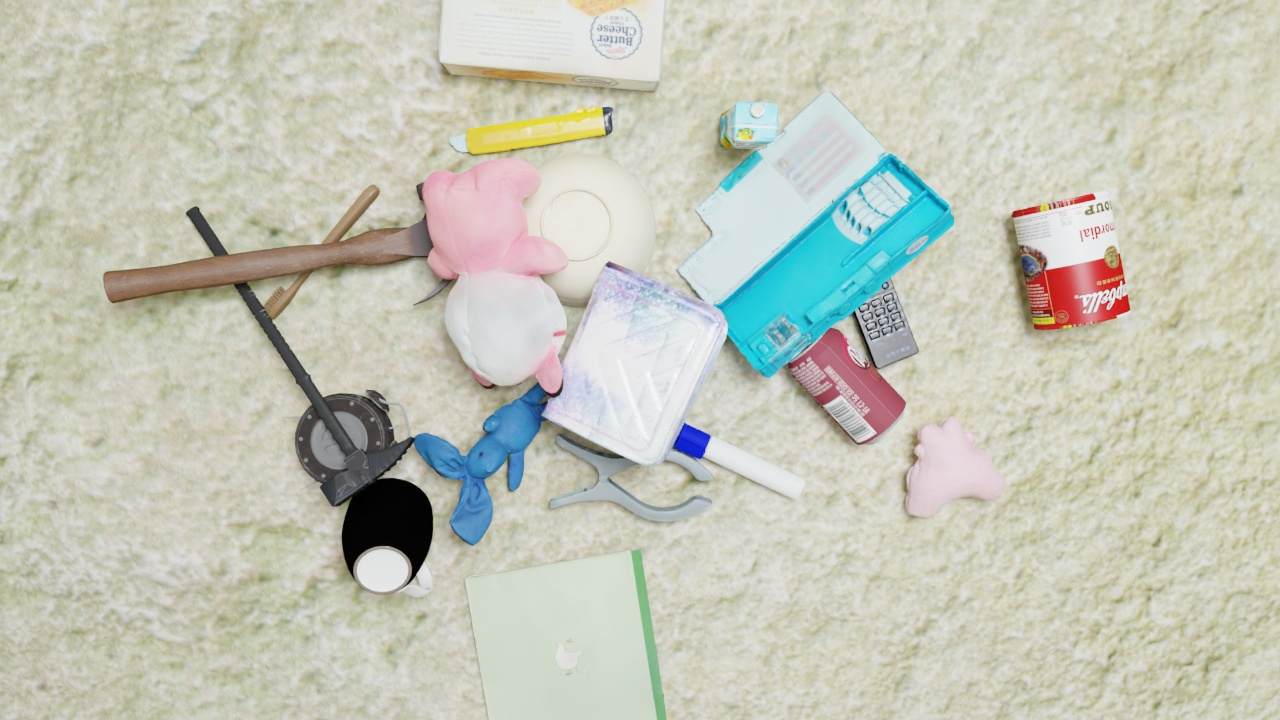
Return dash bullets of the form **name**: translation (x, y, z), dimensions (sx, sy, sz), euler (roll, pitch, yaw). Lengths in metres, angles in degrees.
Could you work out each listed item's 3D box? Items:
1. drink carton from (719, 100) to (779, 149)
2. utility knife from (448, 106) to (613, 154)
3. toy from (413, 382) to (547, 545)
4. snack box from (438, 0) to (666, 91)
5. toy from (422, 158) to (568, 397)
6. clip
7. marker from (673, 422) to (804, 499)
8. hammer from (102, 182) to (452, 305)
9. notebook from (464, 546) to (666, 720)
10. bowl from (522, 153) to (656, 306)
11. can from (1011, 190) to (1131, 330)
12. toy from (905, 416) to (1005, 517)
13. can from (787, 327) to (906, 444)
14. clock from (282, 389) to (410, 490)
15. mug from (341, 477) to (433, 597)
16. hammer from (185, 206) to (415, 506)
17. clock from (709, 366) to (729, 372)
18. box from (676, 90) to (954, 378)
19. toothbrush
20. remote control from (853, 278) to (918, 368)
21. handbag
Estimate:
- **drink carton**: translation (0.098, -0.214, 0.841), dimensions (0.044, 0.128, 0.038), euler (2, 101, -1)
- **utility knife**: translation (-0.106, -0.224, 0.894), dimensions (0.163, 0.017, 0.030), euler (-8, 89, -1)
- **toy**: translation (-0.139, 0.077, 0.883), dimensions (0.176, 0.071, 0.113), euler (-45, 105, -7)
- **snack box**: translation (-0.081, -0.318, 0.867), dimensions (0.208, 0.057, 0.104), euler (4, 94, -1)
- **toy**: translation (-0.133, -0.070, 0.828), dimensions (0.142, 0.084, 0.213), euler (0, 108, 34)
- **clip**: translation (-0.007, 0.103, 0.913), dimensions (0.163, 0.028, 0.107), euler (3, 93, -1)
- **marker**: translation (0.098, 0.102, 0.914), dimensions (0.133, 0.027, 0.023), euler (25, 129, -2)
- **hammer**: translation (-0.325, -0.093, 0.863), dimensions (0.322, 0.033, 0.115), euler (-10, 94, -12)
- **notebook**: translation (-0.069, 0.328, 0.935), dimensions (0.182, 0.010, 0.252), euler (-9, 94, 0)
- **bowl**: translation (-0.059, -0.126, 0.872), dimensions (0.151, 0.075, 0.151), euler (0, 94, -1)
- **can**: translation (0.410, -0.095, 0.875), dimensions (0.086, 0.086, 0.116), euler (-13, 94, 0)
- **toy**: translation (0.303, 0.102, 0.903), dimensions (0.099, 0.052, 0.096), euler (-17, 101, 5)
- **can**: translation (0.200, 0.025, 0.892), dimensions (0.063, 0.063, 0.114), euler (-44, 93, 2)
- **clock**: translation (-0.282, 0.076, 0.896), dimensions (0.123, 0.044, 0.091), euler (-14, 87, 0)
- **mug**: translation (-0.233, 0.184, 0.872), dimensions (0.085, 0.100, 0.119), euler (-26, 114, 0)
- **hammer**: translation (-0.339, -0.020, 0.877), dimensions (0.095, 0.015, 0.325), euler (-35, 83, -4)
- **clock**: translation (0.008, 0.010, 0.895), dimensions (0.137, 0.048, 0.096), euler (-29, 94, 0)
- **box**: translation (0.153, -0.120, 0.879), dimensions (0.227, 0.056, 0.185), euler (-41, 66, 10)
- **toothbrush**: translation (-0.313, -0.108, 0.899), dimensions (0.016, 0.016, 0.167), euler (42, 93, 4)
- **remote control**: translation (0.226, -0.069, 0.908), dimensions (0.047, 0.022, 0.150), euler (-21, 92, 1)
- **handbag**: translation (-0.005, 0.005, 0.839), dimensions (0.126, 0.069, 0.158), euler (25, 92, 10)
